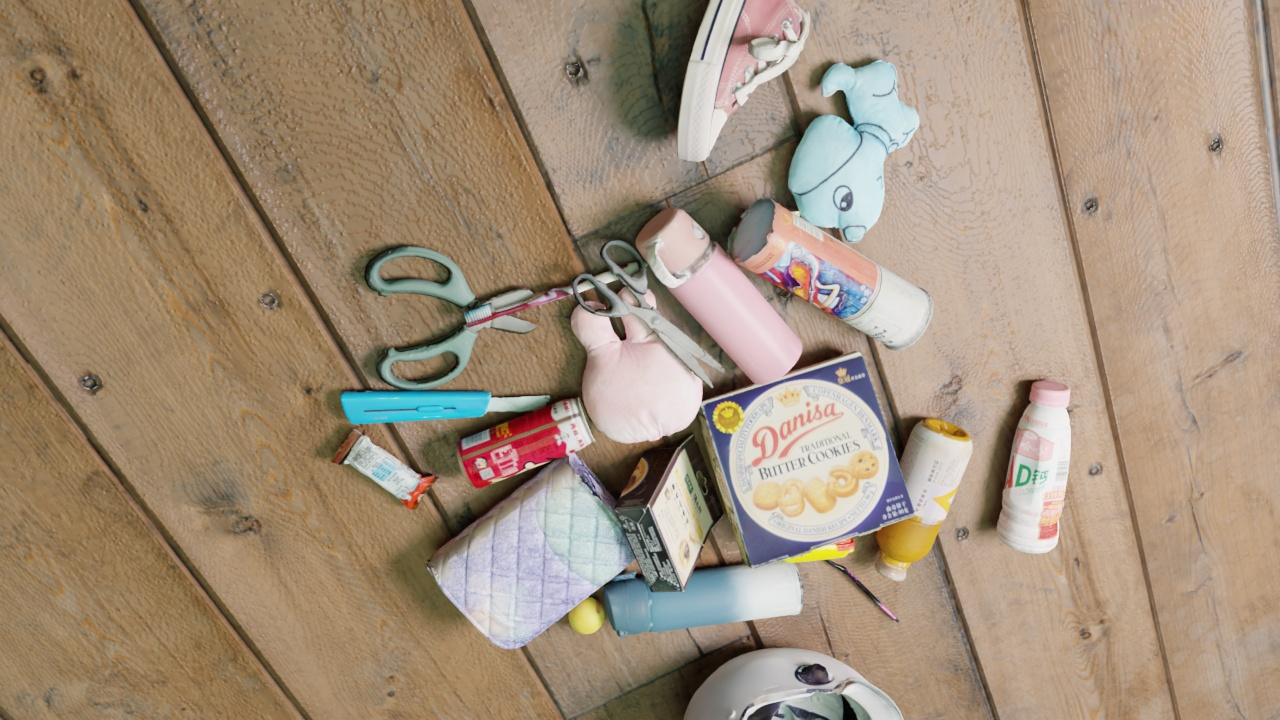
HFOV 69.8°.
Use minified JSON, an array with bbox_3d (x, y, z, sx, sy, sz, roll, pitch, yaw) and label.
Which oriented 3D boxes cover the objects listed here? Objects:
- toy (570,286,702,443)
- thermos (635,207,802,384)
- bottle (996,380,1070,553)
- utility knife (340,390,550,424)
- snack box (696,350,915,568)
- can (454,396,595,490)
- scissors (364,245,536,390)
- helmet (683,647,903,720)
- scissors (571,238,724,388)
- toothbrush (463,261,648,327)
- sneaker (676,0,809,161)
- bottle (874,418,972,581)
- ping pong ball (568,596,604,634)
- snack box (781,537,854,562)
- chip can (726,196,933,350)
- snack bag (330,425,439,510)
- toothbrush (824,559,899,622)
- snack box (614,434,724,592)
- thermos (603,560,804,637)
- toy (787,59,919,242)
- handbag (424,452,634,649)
[{"bbox_3d":[-0.006,0.005,0.922,0.121,0.054,0.159,-19,101,-4],"label":"toy"},{"bbox_3d":[0.076,-0.057,0.897,0.067,0.087,0.198,-28,119,31],"label":"thermos"},{"bbox_3d":[0.458,0.122,1.058,0.068,0.068,0.197,-3,108,-11],"label":"bottle"},{"bbox_3d":[-0.193,0.044,0.918,0.204,0.018,0.034,-1,111,-13],"label":"utility knife"},{"bbox_3d":[0.169,0.103,0.959,0.178,0.046,0.182,-17,86,-5],"label":"snack box"},{"bbox_3d":[-0.115,0.083,0.926,0.133,0.053,0.053,-21,114,-1],"label":"can"},{"bbox_3d":[-0.190,-0.055,0.878,0.175,0.019,0.176,-26,112,-1],"label":"scissors"},{"bbox_3d":[0.159,0.429,1.071,0.258,0.146,0.229,-12,114,-16],"label":"helmet"},{"bbox_3d":[0.016,-0.047,0.892,0.170,0.014,0.150,4,91,-10],"label":"scissors"},{"bbox_3d":[-0.081,-0.068,0.888,0.187,0.016,0.017,-19,107,-11],"label":"toothbrush"},{"bbox_3d":[0.100,-0.285,0.806,0.088,0.118,0.241,21,101,3],"label":"sneaker"},{"bbox_3d":[0.314,0.161,1.040,0.068,0.068,0.190,10,109,-15],"label":"bottle"},{"bbox_3d":[-0.060,0.285,1.026,0.040,0.040,0.040,-4,112,-10],"label":"ping pong ball"},{"bbox_3d":[0.184,0.174,1.017,0.091,0.082,0.080,-4,98,-11],"label":"snack box"},{"bbox_3d":[0.189,-0.083,0.903,0.214,0.071,0.071,25,104,-26],"label":"chip can"},{"bbox_3d":[-0.256,0.110,0.925,0.104,0.026,0.048,37,94,-21],"label":"snack bag"},{"bbox_3d":[0.258,0.261,1.098,0.189,0.014,0.017,43,86,-23],"label":"toothbrush"},{"bbox_3d":[0.033,0.160,0.968,0.053,0.125,0.113,-9,116,26],"label":"snack box"},{"bbox_3d":[0.069,0.265,1.033,0.220,0.070,0.070,-4,111,-10],"label":"thermos"},{"bbox_3d":[0.200,-0.199,0.887,0.156,0.049,0.161,-30,104,3],"label":"toy"},{"bbox_3d":[-0.109,0.200,0.965,0.194,0.075,0.134,-37,109,3],"label":"handbag"}]
